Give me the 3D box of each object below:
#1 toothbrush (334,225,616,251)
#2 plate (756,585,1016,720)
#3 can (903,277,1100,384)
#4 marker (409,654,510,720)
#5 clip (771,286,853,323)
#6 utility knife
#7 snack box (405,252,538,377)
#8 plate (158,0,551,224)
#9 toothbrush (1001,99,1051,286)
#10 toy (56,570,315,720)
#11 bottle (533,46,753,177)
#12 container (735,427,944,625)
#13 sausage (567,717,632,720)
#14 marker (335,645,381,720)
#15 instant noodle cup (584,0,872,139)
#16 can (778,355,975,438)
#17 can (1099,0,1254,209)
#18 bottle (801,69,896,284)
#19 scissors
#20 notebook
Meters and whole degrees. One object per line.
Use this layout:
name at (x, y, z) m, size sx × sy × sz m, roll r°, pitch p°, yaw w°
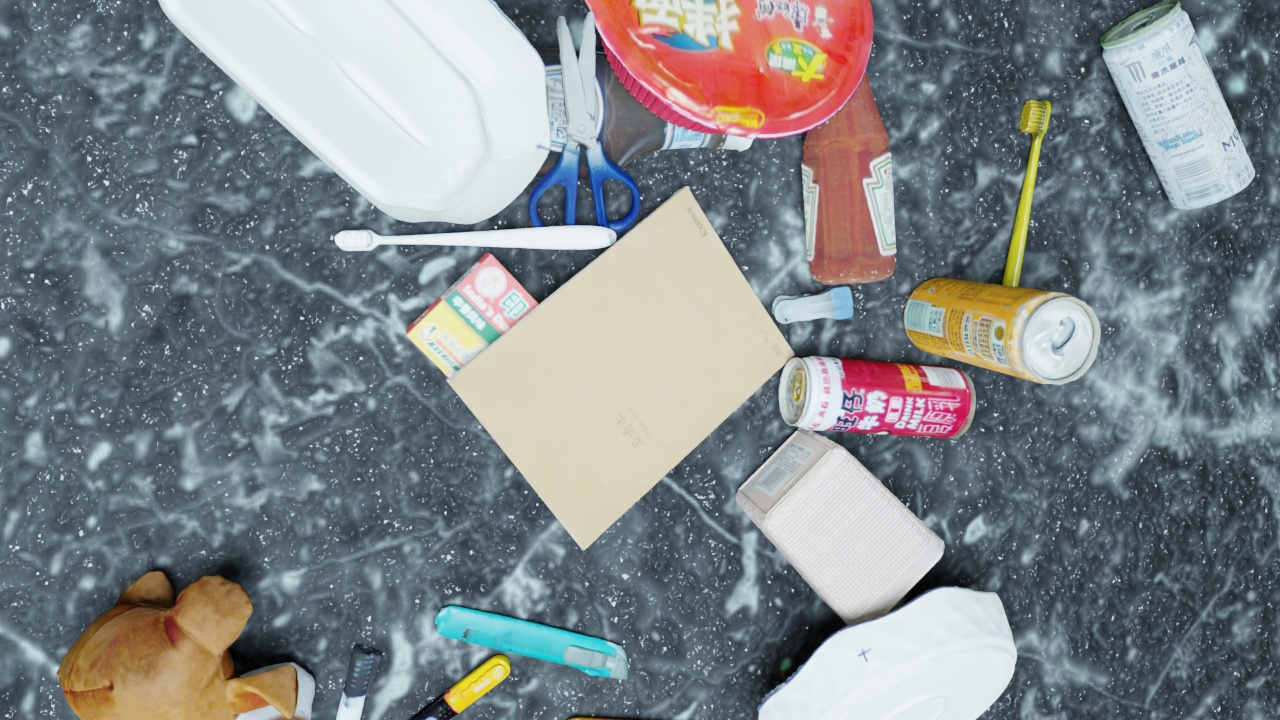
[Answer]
toothbrush at (-0.105, -0.079, 0.594) m, size 0.180 × 0.016 × 0.016 m, roll -1°, pitch 95°, yaw -6°
plate at (0.184, 0.244, 0.665) m, size 0.204 × 0.045 × 0.205 m, roll -16°, pitch 136°, yaw -16°
can at (0.241, -0.023, 0.628) m, size 0.058 × 0.146 × 0.058 m, roll -2°, pitch 100°, yaw -13°
marker at (-0.145, 0.253, 0.656) m, size 0.124 × 0.015 × 0.018 m, roll -36°, pitch 101°, yaw -3°
clip at (0.123, -0.039, 0.666) m, size 0.058 × 0.045 × 0.027 m, roll -9°, pitch 103°, yaw -6°
utility knife at (-0.075, 0.205, 0.665) m, size 0.151 × 0.013 × 0.029 m, roll 18°, pitch 93°, yaw -16°
snack box at (-0.076, 0.010, 0.622) m, size 0.077 × 0.027 × 0.156 m, roll -44°, pitch 106°, yaw -4°
plate at (-0.172, -0.180, 0.515) m, size 0.265 × 0.034 × 0.162 m, roll 45°, pitch 126°, yaw -16°
toothbrush at (0.283, -0.099, 0.693) m, size 0.016 × 0.015 × 0.190 m, roll 5°, pitch 99°, yaw -9°
toy at (-0.267, 0.227, 0.581) m, size 0.130 × 0.140 × 0.199 m, roll -36°, pitch 113°, yaw -48°
bottle at (-0.021, -0.159, 0.598) m, size 0.194 × 0.044 × 0.080 m, roll -1°, pitch 102°, yaw -14°
container at (0.138, 0.116, 0.661) m, size 0.090 × 0.090 × 0.111 m, roll -44°, pitch 103°, yaw -2°
sausage at (0.016, 0.285, 0.696) m, size 0.165 × 0.021 × 0.021 m, roll 9°, pitch 97°, yaw -14°
marker at (-0.206, 0.263, 0.643) m, size 0.022 × 0.018 × 0.131 m, roll 11°, pitch 97°, yaw -24°
instant noodle cup at (0.046, -0.215, 0.569) m, size 0.193 × 0.066 × 0.193 m, roll 5°, pitch 76°, yaw -19°
can at (0.171, 0.027, 0.668) m, size 0.132 × 0.053 × 0.053 m, roll 4°, pitch 99°, yaw -15°
can at (0.398, -0.187, 0.681) m, size 0.058 × 0.058 × 0.147 m, roll -36°, pitch 106°, yaw -5°
bottle at (0.139, -0.156, 0.628) m, size 0.059 × 0.060 × 0.206 m, roll -8°, pitch 99°, yaw -12°
scissors at (-0.046, -0.132, 0.555) m, size 0.125 × 0.012 × 0.173 m, roll -22°, pitch 143°, yaw 17°
notebook at (-0.004, 0.004, 0.624) m, size 0.211 × 0.012 × 0.149 m, roll -41°, pitch 108°, yaw -17°
